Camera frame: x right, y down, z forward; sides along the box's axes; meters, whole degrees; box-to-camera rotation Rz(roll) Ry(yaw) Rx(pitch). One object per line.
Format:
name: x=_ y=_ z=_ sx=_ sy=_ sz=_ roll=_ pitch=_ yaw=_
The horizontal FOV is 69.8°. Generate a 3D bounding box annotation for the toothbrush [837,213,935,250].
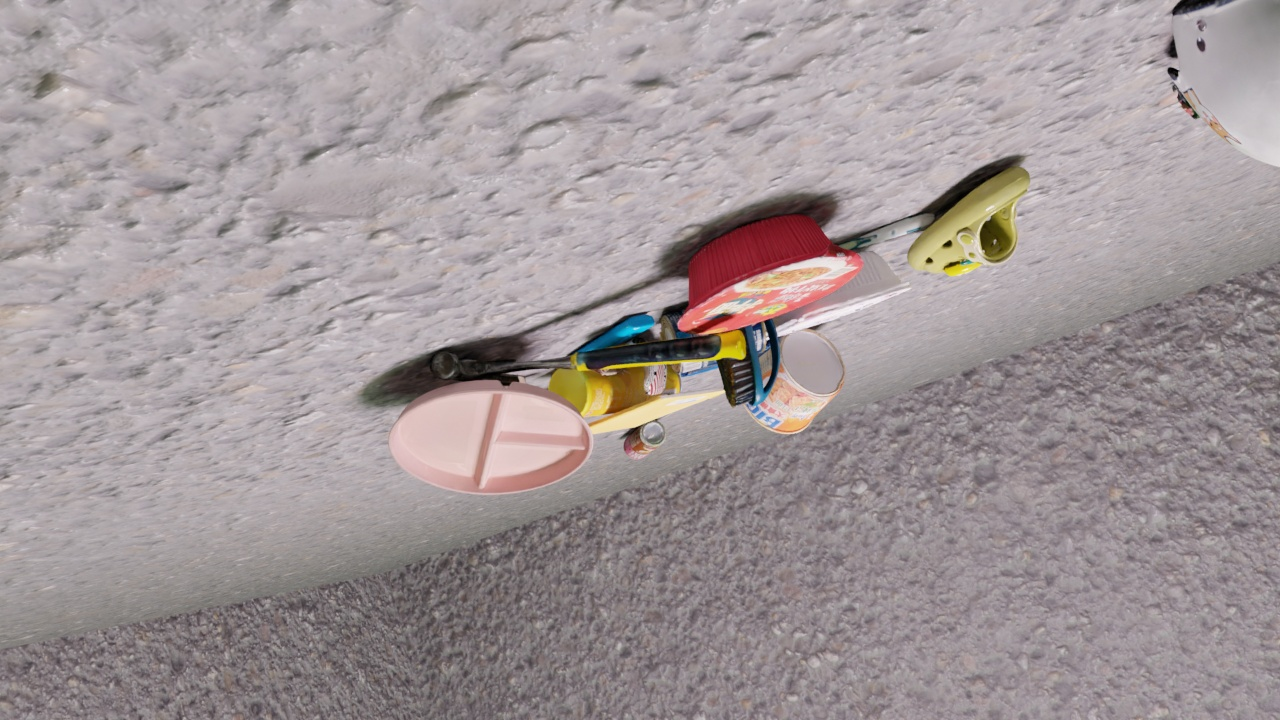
toothbrush: x=0.236 y=-0.128 z=1.028 sx=0.192 sy=0.016 sz=0.018 roll=-19 pitch=178 yaw=8

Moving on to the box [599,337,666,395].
box: x=-0.011 y=0.004 z=1.141 sx=0.087 sy=0.076 sz=0.163 roll=3 pitch=-178 yaw=8

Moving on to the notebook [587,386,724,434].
notebook: x=0.008 y=0.071 z=1.262 sx=0.145 sy=0.010 sz=0.207 roll=-6 pitch=167 yaw=-44

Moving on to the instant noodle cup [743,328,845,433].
instant noodle cup: x=0.242 y=0.026 z=1.445 sx=0.151 sy=0.151 sz=0.112 roll=-11 pitch=158 yaw=-31

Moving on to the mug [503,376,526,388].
mug: x=-0.156 y=0.077 z=1.172 sx=0.114 sy=0.106 sz=0.082 roll=-17 pitch=168 yaw=-5

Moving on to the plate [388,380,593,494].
plate: x=-0.169 y=0.089 z=1.045 sx=0.229 sy=0.028 sz=0.230 roll=-4 pitch=145 yaw=-3

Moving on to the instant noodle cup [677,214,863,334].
instant noodle cup: x=0.121 y=-0.090 z=0.916 sx=0.194 sy=0.066 sz=0.194 roll=-16 pitch=169 yaw=-3

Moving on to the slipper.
slipper: x=0.364 y=-0.135 z=0.997 sx=0.091 sy=0.081 sz=0.191 roll=-29 pitch=168 yaw=-19

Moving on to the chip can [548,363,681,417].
chip can: x=-0.030 y=0.039 z=1.267 sx=0.072 sy=0.072 sz=0.213 roll=-26 pitch=166 yaw=36

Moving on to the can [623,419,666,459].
can: x=0.008 y=0.169 z=1.942 sx=0.057 sy=0.058 sz=0.147 roll=-13 pitch=168 yaw=-19

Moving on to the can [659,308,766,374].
can: x=0.085 y=-0.032 z=1.101 sx=0.111 sy=0.075 sz=0.075 roll=-15 pitch=168 yaw=-9

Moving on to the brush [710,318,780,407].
brush: x=0.120 y=-0.020 z=1.037 sx=0.073 sy=0.143 sz=0.055 roll=-9 pitch=174 yaw=-11

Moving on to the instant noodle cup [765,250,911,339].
instant noodle cup: x=0.217 y=-0.078 z=1.079 sx=0.138 sy=0.060 sz=0.174 roll=-17 pitch=175 yaw=-13

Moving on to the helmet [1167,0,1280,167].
helmet: x=0.540 y=-0.224 z=0.688 sx=0.231 sy=0.156 sz=0.273 roll=-25 pitch=166 yaw=32

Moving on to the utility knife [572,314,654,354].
utility knife: x=-0.044 y=-0.020 z=1.109 sx=0.034 sy=0.018 sz=0.160 roll=-8 pitch=166 yaw=-42

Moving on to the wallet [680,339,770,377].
wallet: x=0.123 y=-0.011 z=1.344 sx=0.133 sy=0.040 sz=0.106 roll=-21 pitch=176 yaw=14

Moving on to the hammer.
hammer: x=-0.050 y=-0.002 z=0.976 sx=0.324 sy=0.032 sz=0.126 roll=-5 pitch=173 yaw=14
